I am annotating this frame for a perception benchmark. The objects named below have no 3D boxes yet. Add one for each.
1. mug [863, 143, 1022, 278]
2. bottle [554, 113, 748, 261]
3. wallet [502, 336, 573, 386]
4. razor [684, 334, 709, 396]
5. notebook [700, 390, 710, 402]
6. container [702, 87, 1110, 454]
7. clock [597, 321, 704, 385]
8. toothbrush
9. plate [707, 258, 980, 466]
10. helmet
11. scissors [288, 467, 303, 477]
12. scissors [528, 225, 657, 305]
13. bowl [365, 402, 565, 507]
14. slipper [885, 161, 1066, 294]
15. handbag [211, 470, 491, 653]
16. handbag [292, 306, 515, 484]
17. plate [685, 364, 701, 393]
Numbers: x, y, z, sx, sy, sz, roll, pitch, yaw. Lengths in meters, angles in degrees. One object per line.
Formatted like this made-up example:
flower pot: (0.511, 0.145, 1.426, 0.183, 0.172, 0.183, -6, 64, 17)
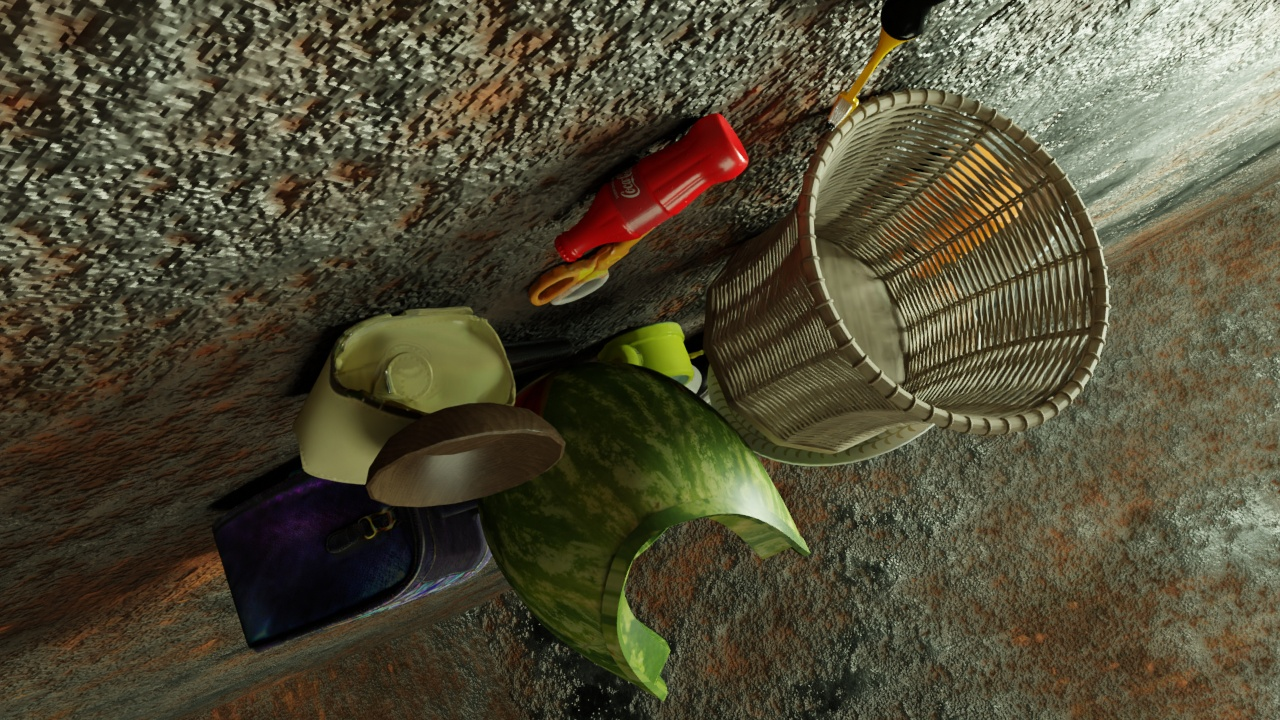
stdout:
mug: (0.245, -0.130, 0.777, 0.112, 0.077, 0.096, 13, 152, -18)
bottle: (0.002, -0.092, 0.516, 0.119, 0.036, 0.036, -30, 166, 20)
wallet: (-0.125, 0.014, 0.712, 0.120, 0.031, 0.099, -28, 169, 34)
razor: (0.089, -0.015, 0.976, 0.152, 0.054, 0.067, -39, 173, 23)
notebook: (0.123, -0.006, 1.004, 0.142, 0.009, 0.210, -42, 177, -15)
container: (0.168, -0.041, 0.653, 0.226, 0.227, 0.197, -20, 173, -23)
clock: (-0.005, 0.005, 0.844, 0.118, 0.057, 0.083, -10, 161, -31)
toothbrush: (0.133, -0.174, 0.462, 0.030, 0.031, 0.197, -56, 178, -20)
plate: (0.178, -0.002, 0.825, 0.242, 0.242, 0.016, -27, 132, 4)
helmet: (-0.018, 0.113, 0.737, 0.213, 0.247, 0.243, -45, 126, -3)
scissors: (-0.231, 0.074, 0.779, 0.133, 0.011, 0.138, -17, 168, -24)
scissors: (-0.020, -0.070, 0.615, 0.128, 0.013, 0.064, -31, 167, 26)
bowl: (-0.105, 0.052, 0.543, 0.118, 0.030, 0.118, -14, 158, -6)
slipper: (0.316, -0.103, 0.939, 0.270, 0.098, 0.054, -34, 164, 37)
handbag: (-0.228, 0.154, 0.812, 0.222, 0.125, 0.205, -23, 169, 3)
handbag: (-0.155, 0.023, 0.590, 0.111, 0.081, 0.120, -6, 159, -38)
plate: (0.012, 0.032, 0.944, 0.104, 0.026, 0.104, -1, 150, -1)
